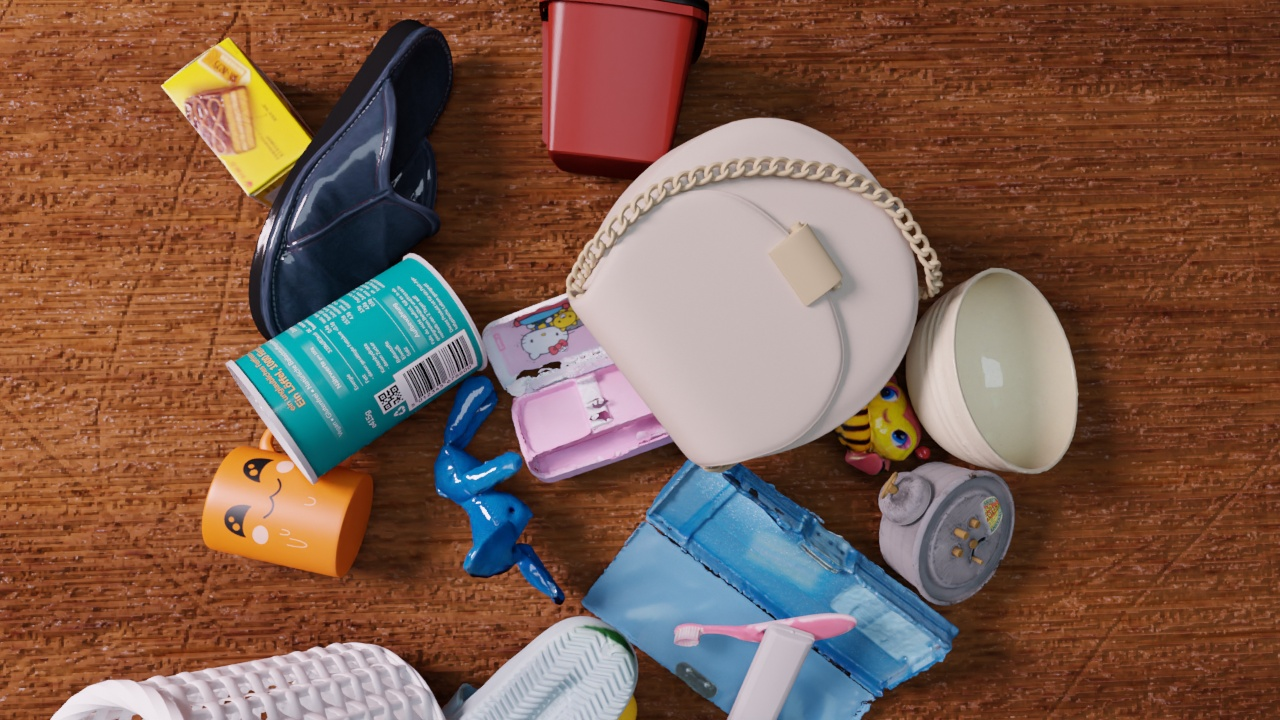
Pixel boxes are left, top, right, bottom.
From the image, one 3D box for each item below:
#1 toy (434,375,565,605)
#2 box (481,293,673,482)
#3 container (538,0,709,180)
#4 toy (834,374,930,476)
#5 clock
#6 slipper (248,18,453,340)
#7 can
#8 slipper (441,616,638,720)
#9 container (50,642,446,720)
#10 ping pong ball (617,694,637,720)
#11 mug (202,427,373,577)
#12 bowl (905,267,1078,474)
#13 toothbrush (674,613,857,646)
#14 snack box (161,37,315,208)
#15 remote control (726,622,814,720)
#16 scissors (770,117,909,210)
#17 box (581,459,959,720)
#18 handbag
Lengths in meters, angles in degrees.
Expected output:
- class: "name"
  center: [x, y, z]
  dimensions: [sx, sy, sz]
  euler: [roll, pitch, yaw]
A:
- class: "toy"
  center: [-0.112, 0.098, 0.668]
  dimensions: [0.071, 0.113, 0.176]
  euler: [-22, 71, -1]
- class: "box"
  center: [-0.005, 0.001, 0.678]
  dimensions: [0.201, 0.101, 0.111]
  euler: [-19, 62, -3]
- class: "container"
  center: [-0.016, -0.242, 0.673]
  dimensions: [0.127, 0.148, 0.201]
  euler: [6, 95, -1]
- class: "toy"
  center: [0.181, 0.045, 0.701]
  dimensions: [0.103, 0.046, 0.084]
  euler: [23, 80, -34]
- class: "clock"
  center: [0.218, 0.119, 0.673]
  dimensions: [0.148, 0.056, 0.104]
  euler: [36, 85, -32]
- class: "slipper"
  center: [-0.188, -0.121, 0.675]
  dimensions: [0.083, 0.109, 0.265]
  euler: [24, 81, 15]
- class: "can"
  center: [-0.196, 0.004, 0.644]
  dimensions: [0.143, 0.099, 0.099]
  euler: [-36, 88, -22]
- class: "slipper"
  center: [-0.095, 0.273, 0.668]
  dimensions: [0.104, 0.074, 0.246]
  euler: [42, 103, -7]
- class: "container"
  center: [-0.244, 0.284, 0.574]
  dimensions: [0.190, 0.186, 0.189]
  euler: [-5, 81, 30]
- class: "ping pong ball"
  center: [-0.023, 0.263, 0.690]
  dimensions: [0.040, 0.040, 0.040]
  euler: [0, 86, -2]
- class: "mug"
  center: [-0.253, 0.095, 0.681]
  dimensions: [0.096, 0.078, 0.112]
  euler: [13, 66, -1]
- class: "bowl"
  center: [0.251, 0.013, 0.687]
  dimensions: [0.150, 0.075, 0.150]
  euler: [10, 73, -34]
- class: "toothbrush"
  center: [0.088, 0.196, 0.665]
  dimensions: [0.135, 0.016, 0.022]
  euler: [-9, 116, 17]
- class: "snack box"
  center: [-0.287, -0.172, 0.690]
  dimensions: [0.061, 0.083, 0.106]
  euler: [-39, 89, -4]
- class: "remote control"
  center: [0.091, 0.245, 0.674]
  dimensions: [0.033, 0.012, 0.131]
  euler: [17, 119, 2]
- class: "scissors"
  center: [0.129, -0.129, 0.736]
  dimensions: [0.130, 0.014, 0.153]
  euler: [-38, 85, -5]
- class: "box"
  center: [0.094, 0.186, 0.698]
  dimensions: [0.232, 0.060, 0.175]
  euler: [38, 111, 0]
- class: "handbag"
  center: [0.074, -0.049, 0.625]
  dimensions: [0.208, 0.103, 0.210]
  euler: [-39, 103, -6]
